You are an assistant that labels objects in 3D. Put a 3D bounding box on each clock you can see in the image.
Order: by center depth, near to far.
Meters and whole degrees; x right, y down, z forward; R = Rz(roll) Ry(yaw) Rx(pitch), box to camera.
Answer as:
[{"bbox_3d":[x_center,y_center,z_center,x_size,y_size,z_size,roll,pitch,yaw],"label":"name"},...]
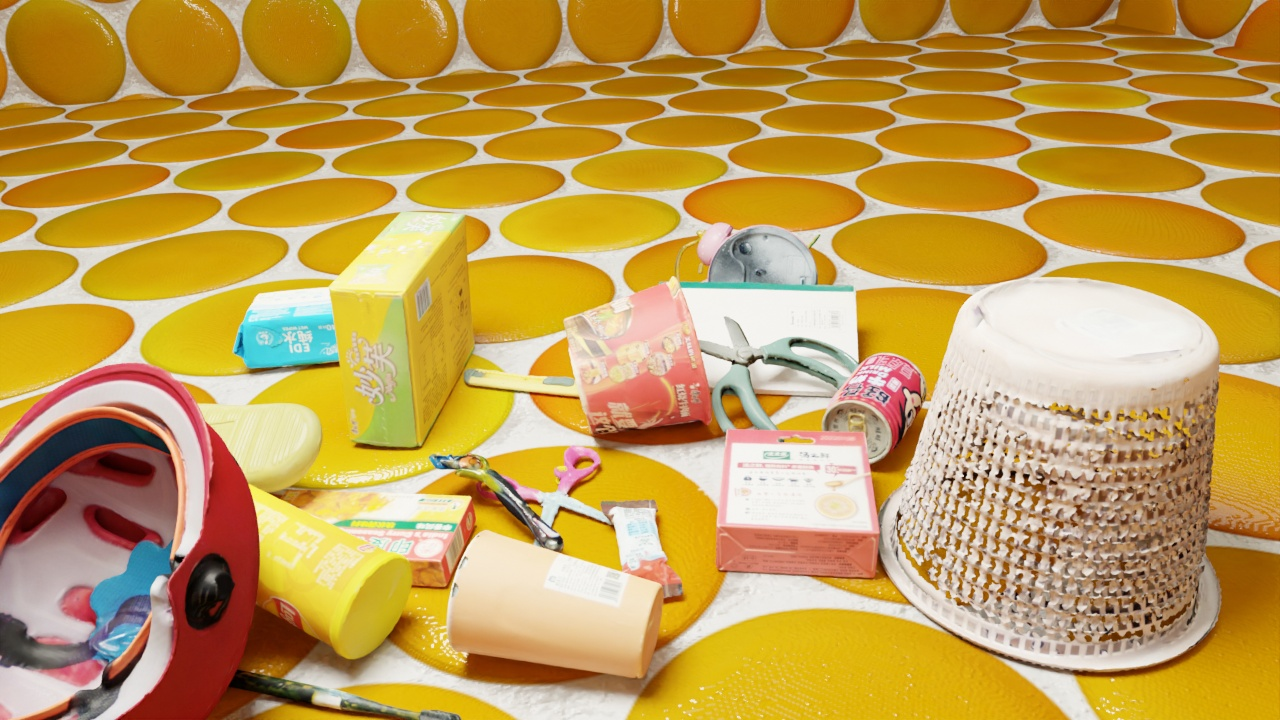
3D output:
[{"bbox_3d":[0.116,-0.094,1.010,0.158,0.117,0.059,4,17,8],"label":"clock"}]

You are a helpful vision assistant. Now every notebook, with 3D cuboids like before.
[{"bbox_3d":[0.113,-0.026,0.930,0.209,0.012,0.150,2,48,9],"label":"notebook"}]

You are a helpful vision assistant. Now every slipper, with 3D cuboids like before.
[{"bbox_3d":[-0.328,0.087,0.746,0.191,0.081,0.091,-7,50,23],"label":"slipper"}]

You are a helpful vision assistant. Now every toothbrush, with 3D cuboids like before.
[{"bbox_3d":[-0.196,0.205,0.562,0.186,0.017,0.012,5,65,15],"label":"toothbrush"}]

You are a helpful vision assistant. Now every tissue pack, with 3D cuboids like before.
[{"bbox_3d":[-0.360,-0.034,0.991,0.140,0.063,0.090,-6,26,-9],"label":"tissue pack"}]

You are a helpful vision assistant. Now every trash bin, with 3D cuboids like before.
[{"bbox_3d":[0.281,0.058,0.616,0.227,0.192,0.227,-2,28,1],"label":"trash bin"}]

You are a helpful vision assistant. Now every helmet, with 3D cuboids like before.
[{"bbox_3d":[-0.311,0.136,0.531,0.207,0.144,0.239,10,60,20],"label":"helmet"}]

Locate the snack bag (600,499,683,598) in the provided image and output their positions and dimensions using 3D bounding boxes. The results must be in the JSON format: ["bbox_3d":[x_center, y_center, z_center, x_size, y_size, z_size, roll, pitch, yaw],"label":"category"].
[{"bbox_3d":[-0.001,0.135,0.670,0.048,0.026,0.104,-2,26,-12],"label":"snack bag"}]

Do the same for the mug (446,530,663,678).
[{"bbox_3d":[-0.051,0.158,0.583,0.123,0.078,0.078,9,29,12],"label":"mug"}]

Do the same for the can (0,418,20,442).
[{"bbox_3d":[-0.532,0.106,0.742,0.058,0.058,0.145,1,28,7],"label":"can"}]

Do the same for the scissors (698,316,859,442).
[{"bbox_3d":[0.121,0.026,0.834,0.170,0.019,0.178,15,47,0],"label":"scissors"}]

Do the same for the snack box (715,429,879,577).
[{"bbox_3d":[0.117,0.105,0.697,0.113,0.044,0.126,1,29,9],"label":"snack box"}]

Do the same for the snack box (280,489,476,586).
[{"bbox_3d":[-0.211,0.132,0.693,0.156,0.027,0.076,1,29,8],"label":"snack box"}]

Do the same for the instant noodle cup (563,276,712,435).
[{"bbox_3d":[-0.005,0.005,0.821,0.108,0.138,0.137,-14,28,-3],"label":"instant noodle cup"}]

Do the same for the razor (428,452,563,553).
[{"bbox_3d":[-0.107,0.104,0.711,0.143,0.022,0.042,33,15,35],"label":"razor"}]

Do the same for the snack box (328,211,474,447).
[{"bbox_3d":[-0.220,-0.037,0.879,0.070,0.158,0.209,3,28,3],"label":"snack box"}]

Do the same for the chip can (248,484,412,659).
[{"bbox_3d":[-0.262,0.126,0.625,0.213,0.072,0.071,20,34,19],"label":"chip can"}]

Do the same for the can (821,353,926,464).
[{"bbox_3d":[0.201,0.041,0.788,0.067,0.067,0.093,14,31,29],"label":"can"}]

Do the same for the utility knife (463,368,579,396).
[{"bbox_3d":[-0.081,0.026,0.909,0.213,0.022,0.030,9,35,12],"label":"utility knife"}]

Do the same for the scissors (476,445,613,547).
[{"bbox_3d":[-0.076,0.109,0.742,0.135,0.017,0.133,4,32,8],"label":"scissors"}]
